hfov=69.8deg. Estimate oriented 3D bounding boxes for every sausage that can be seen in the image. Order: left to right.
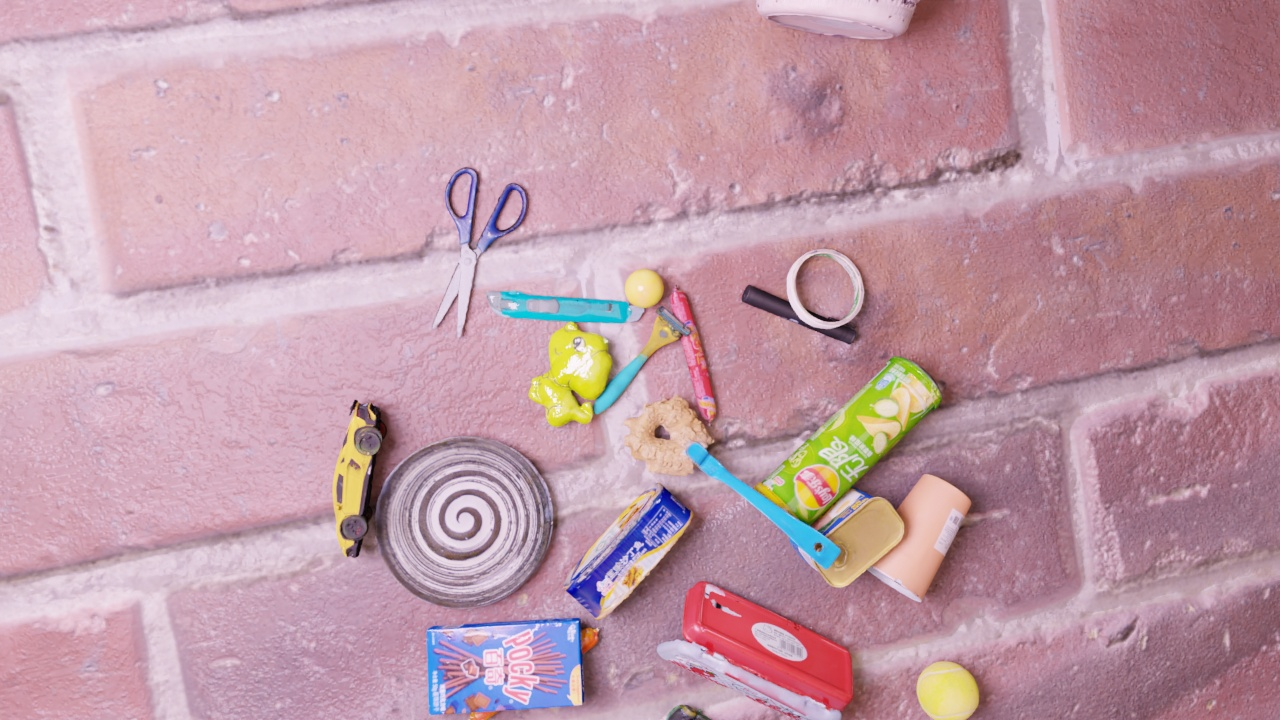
[{"bbox_3d":[-0.111,0.330,0.962,0.165,0.021,0.021,-33,98,-6],"label":"sausage"},{"bbox_3d":[0.057,-0.005,0.969,0.020,0.020,0.156,-16,96,-8],"label":"sausage"}]

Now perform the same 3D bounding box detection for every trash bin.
[{"bbox_3d":[0.202,-0.421,0.881,0.227,0.227,0.192,7,105,-10],"label":"trash bin"}]

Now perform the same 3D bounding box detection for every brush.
[{"bbox_3d":[0.091,0.124,0.931,0.255,0.046,0.083,36,79,15],"label":"brush"}]

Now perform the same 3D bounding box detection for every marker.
[{"bbox_3d":[0.171,-0.050,0.985,0.132,0.020,0.022,21,99,-10],"label":"marker"}]

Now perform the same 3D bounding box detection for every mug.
[{"bbox_3d":[0.302,0.189,0.997,0.078,0.078,0.122,36,83,-10],"label":"mug"}]

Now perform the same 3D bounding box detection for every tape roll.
[{"bbox_3d":[0.198,-0.077,0.979,0.085,0.014,0.085,3,79,-16],"label":"tape roll"}]

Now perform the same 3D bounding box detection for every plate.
[{"bbox_3d":[-0.179,0.164,0.940,0.179,0.024,0.179,0,94,-8],"label":"plate"}]

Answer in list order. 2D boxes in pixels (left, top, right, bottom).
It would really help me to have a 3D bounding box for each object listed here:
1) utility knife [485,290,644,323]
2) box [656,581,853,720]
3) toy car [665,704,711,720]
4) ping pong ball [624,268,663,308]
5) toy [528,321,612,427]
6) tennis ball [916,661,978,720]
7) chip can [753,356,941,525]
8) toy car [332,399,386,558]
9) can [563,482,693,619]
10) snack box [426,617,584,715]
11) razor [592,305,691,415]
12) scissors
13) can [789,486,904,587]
[{"bbox_3d":[-0.077,-0.054,0.947,0.164,0.013,0.029,3,96,-10],"label":"utility knife"},{"bbox_3d":[0.119,0.329,0.983,0.201,0.095,0.099,27,124,-9],"label":"box"},{"bbox_3d":[0.066,0.404,0.989,0.091,0.036,0.043,33,89,-11],"label":"toy car"},{"bbox_3d":[0.004,-0.074,0.945,0.040,0.040,0.040,-1,94,-10],"label":"ping pong ball"},{"bbox_3d":[-0.068,0.016,0.942,0.100,0.031,0.096,-36,88,3],"label":"toy"},{"bbox_3d":[0.341,0.368,1.017,0.065,0.065,0.065,-1,94,-10],"label":"tennis ball"},{"bbox_3d":[0.222,0.089,0.976,0.221,0.072,0.072,-43,99,-4],"label":"chip can"},{"bbox_3d":[-0.277,0.117,0.896,0.041,0.071,0.156,8,93,-11],"label":"toy car"},{"bbox_3d":[-0.013,0.195,0.944,0.049,0.074,0.148,44,85,-6],"label":"can"},{"bbox_3d":[-0.138,0.312,0.938,0.157,0.026,0.084,-3,83,-2],"label":"snack box"},{"bbox_3d":[-0.006,0.006,0.954,0.043,0.028,0.132,40,93,-4],"label":"razor"},{"bbox_3d":[-0.180,-0.114,0.925,0.170,0.012,0.141,-42,98,-6],"label":"scissors"},{"bbox_3d":[0.216,0.183,0.975,0.102,0.083,0.057,-39,98,-5],"label":"can"}]
